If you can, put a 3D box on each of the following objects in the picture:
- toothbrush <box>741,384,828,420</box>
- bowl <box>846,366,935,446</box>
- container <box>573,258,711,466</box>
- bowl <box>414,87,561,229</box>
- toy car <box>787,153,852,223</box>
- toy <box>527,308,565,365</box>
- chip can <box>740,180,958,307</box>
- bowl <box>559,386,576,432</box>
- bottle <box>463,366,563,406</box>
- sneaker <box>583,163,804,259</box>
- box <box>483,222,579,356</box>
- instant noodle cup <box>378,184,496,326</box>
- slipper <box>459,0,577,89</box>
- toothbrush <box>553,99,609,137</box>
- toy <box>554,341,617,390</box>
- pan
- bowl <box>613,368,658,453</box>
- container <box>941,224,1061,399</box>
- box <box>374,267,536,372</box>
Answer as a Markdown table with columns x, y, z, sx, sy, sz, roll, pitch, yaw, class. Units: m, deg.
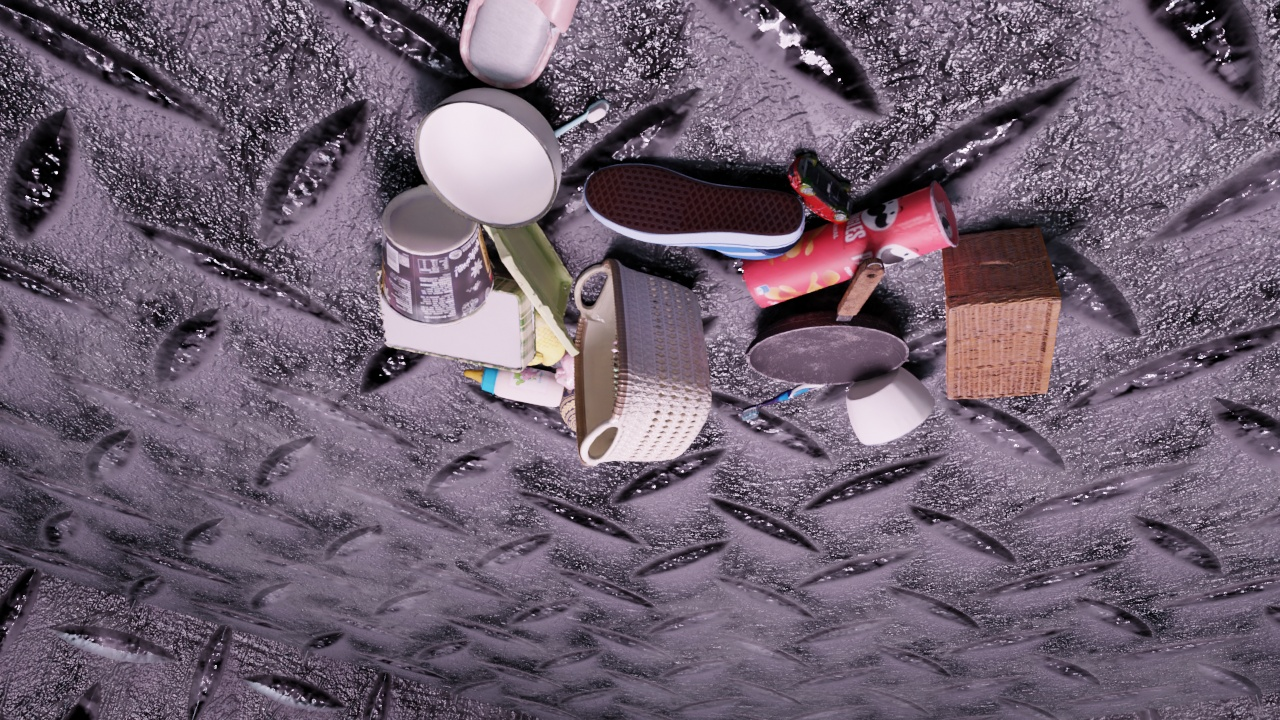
| x | y | z | sx | sy | sz | roll | pitch | yaw | class |
| --- | --- | --- | --- | --- | --- | --- | --- | --- | --- |
| 0.219 | 0.052 | 1.327 | 0.016 | 0.017 | 0.190 | 33 | 138 | -31 | toothbrush |
| 0.330 | 0.055 | 1.238 | 0.117 | 0.116 | 0.065 | -25 | 105 | 37 | bowl |
| -0.007 | 0.006 | 1.121 | 0.142 | 0.245 | 0.185 | 8 | 143 | -17 | container |
| -0.149 | -0.217 | 0.948 | 0.153 | 0.072 | 0.154 | 12 | 139 | 10 | bowl |
| 0.192 | -0.182 | 0.979 | 0.036 | 0.042 | 0.091 | -15 | 143 | 44 | toy car |
| -0.185 | -0.041 | 1.224 | 0.170 | 0.064 | 0.155 | 2 | 141 | 13 | toy |
| 0.229 | -0.125 | 1.028 | 0.234 | 0.073 | 0.073 | -18 | 138 | 32 | chip can |
| -0.069 | 0.081 | 1.381 | 0.112 | 0.061 | 0.113 | 5 | 145 | 3 | bowl |
| -0.185 | 0.032 | 1.341 | 0.146 | 0.051 | 0.051 | 12 | 145 | -7 | bottle |
| 0.057 | -0.151 | 1.016 | 0.241 | 0.083 | 0.098 | 10 | 163 | 6 | sneaker |
| -0.126 | -0.103 | 1.069 | 0.044 | 0.141 | 0.188 | -20 | 141 | 10 | box |
| -0.235 | -0.125 | 1.047 | 0.137 | 0.137 | 0.112 | 8 | 145 | -1 | instant noodle cup |
| -0.101 | -0.337 | 0.798 | 0.114 | 0.054 | 0.275 | 15 | 146 | -11 | slipper |
| -0.105 | -0.233 | 0.982 | 0.181 | 0.016 | 0.016 | -20 | 133 | 35 | toothbrush |
| -0.072 | -0.003 | 1.278 | 0.063 | 0.047 | 0.110 | 29 | 129 | -33 | toy |
| 0.240 | -0.046 | 1.108 | 0.207 | 0.040 | 0.357 | 2 | 158 | 0 | pan |
| 0.013 | 0.060 | 1.302 | 0.151 | 0.076 | 0.151 | 5 | 111 | 14 | bowl |
| 0.410 | -0.052 | 1.062 | 0.114 | 0.112 | 0.199 | -4 | 144 | 16 | container |
| -0.232 | -0.058 | 1.158 | 0.206 | 0.049 | 0.118 | 10 | 122 | 17 | box |
